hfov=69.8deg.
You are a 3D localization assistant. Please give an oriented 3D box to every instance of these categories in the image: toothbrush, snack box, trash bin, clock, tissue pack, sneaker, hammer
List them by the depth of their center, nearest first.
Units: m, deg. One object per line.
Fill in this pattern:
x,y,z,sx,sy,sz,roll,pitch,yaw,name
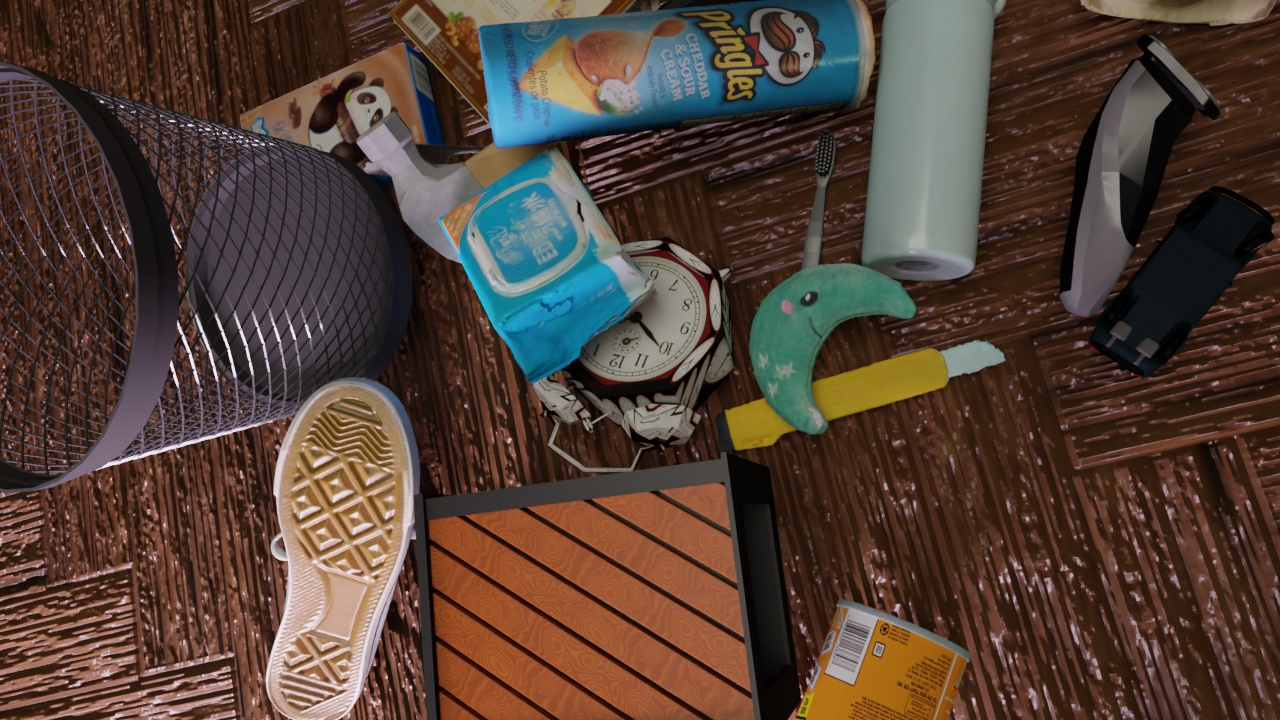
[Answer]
-0.013,0.138,0.521,0.172,0.139,0.139,-10,78,15,trash bin
-0.057,-0.062,0.550,0.093,0.062,0.144,-33,55,-1,tissue pack
-0.288,-0.050,0.568,0.218,0.227,0.218,2,96,23,trash bin
-0.004,0.003,0.577,0.115,0.065,0.154,15,69,21,clock
0.110,-0.066,0.587,0.013,0.013,0.167,7,85,19,toothbrush
-0.193,0.119,0.609,0.118,0.087,0.241,14,106,-4,sneaker
-0.019,-0.185,0.609,0.328,0.039,0.131,-36,112,1,hammer
-0.083,-0.249,0.660,0.147,0.041,0.143,-44,72,6,snack box
-0.226,-0.169,0.694,0.151,0.034,0.087,-18,77,14,snack box

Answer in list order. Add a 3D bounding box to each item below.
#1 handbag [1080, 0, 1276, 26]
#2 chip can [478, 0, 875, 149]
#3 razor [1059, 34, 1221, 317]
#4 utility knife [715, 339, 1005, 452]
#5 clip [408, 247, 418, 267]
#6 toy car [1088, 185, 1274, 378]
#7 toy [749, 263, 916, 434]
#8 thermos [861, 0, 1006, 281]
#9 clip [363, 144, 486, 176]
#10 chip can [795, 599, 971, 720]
0.318,-0.264,0.520,0.111,0.081,0.119,9,81,6,handbag
0.020,-0.177,0.557,0.229,0.080,0.079,-8,77,-8,chip can
0.273,-0.101,0.522,0.060,0.057,0.156,33,100,47,razor
0.130,0.021,0.561,0.179,0.017,0.030,-19,81,17,utility knife
-0.196,-0.069,0.671,0.049,0.045,0.054,33,93,-6,clip
0.300,-0.043,0.512,0.046,0.034,0.112,39,94,19,toy car
0.105,-0.016,0.551,0.085,0.033,0.105,44,104,36,toy
0.175,-0.155,0.553,0.078,0.065,0.206,8,82,-3,thermos
-0.155,-0.143,0.659,0.059,0.101,0.050,-14,82,58,clip
0.102,0.242,0.481,0.075,0.075,0.214,20,76,19,chip can
